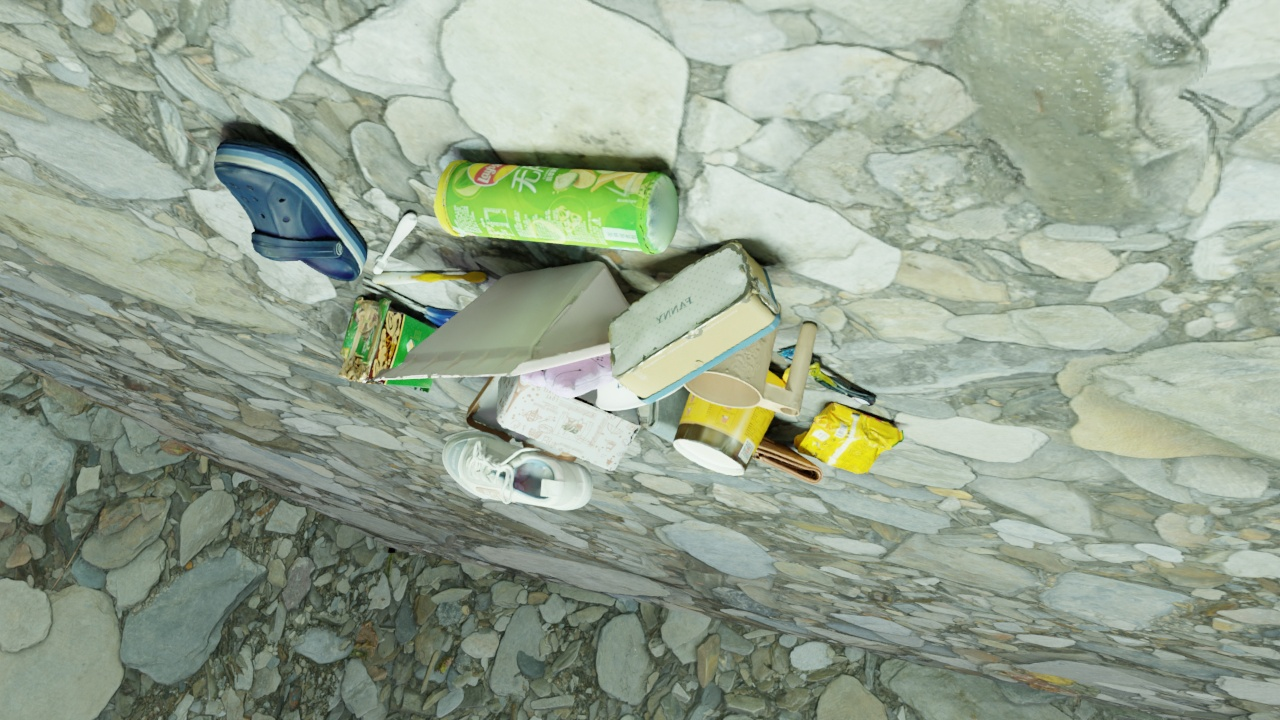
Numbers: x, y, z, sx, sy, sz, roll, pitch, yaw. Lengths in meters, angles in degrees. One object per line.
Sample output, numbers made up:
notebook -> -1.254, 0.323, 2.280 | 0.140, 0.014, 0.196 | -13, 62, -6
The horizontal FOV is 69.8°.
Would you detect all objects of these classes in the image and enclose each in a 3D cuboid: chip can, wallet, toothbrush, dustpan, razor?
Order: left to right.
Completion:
toothbrush -> -0.287, -0.134, 1.067 | 0.016, 0.016, 0.181 | 24, 157, -21
toothbrush -> -0.261, -0.100, 1.131 | 0.192, 0.016, 0.018 | 2, 162, 31
dustpan -> -0.107, -0.006, 0.997 | 0.223, 0.272, 0.139 | 0, 127, 42
chip can -> -0.075, -0.139, 0.827 | 0.221, 0.072, 0.072 | 9, 156, 22
wallet -> 0.066, 0.073, 1.181 | 0.129, 0.106, 0.037 | 28, 134, -24
wallet -> 0.178, 0.124, 1.248 | 0.107, 0.031, 0.132 | 24, -177, -14
razor -> 0.220, 0.023, 1.056 | 0.142, 0.022, 0.043 | 29, 157, -27

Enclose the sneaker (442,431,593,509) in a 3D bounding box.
sneaker -> -0.184, 0.148, 1.211 | 0.243, 0.089, 0.090 | 9, 179, 32

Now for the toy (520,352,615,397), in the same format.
toy -> -0.065, 0.014, 0.986 | 0.084, 0.039, 0.107 | 13, -156, 41

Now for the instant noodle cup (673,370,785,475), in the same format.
instant noodle cup -> 0.103, 0.067, 1.103 | 0.118, 0.114, 0.119 | 22, 160, 8

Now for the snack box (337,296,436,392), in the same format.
snack box -> -0.336, -0.018, 1.257 | 0.105, 0.117, 0.118 | 17, 176, -37

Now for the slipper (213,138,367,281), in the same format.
slipper -> -0.393, -0.148, 1.017 | 0.105, 0.095, 0.253 | 9, 160, 14

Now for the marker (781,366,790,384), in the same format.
marker -> 0.178, 0.033, 1.122 | 0.018, 0.015, 0.124 | 16, 160, 7

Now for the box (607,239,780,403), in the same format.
box -> 0.042, -0.032, 0.887 | 0.185, 0.089, 0.059 | -32, 133, 27

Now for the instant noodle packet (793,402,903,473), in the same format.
instant noodle packet -> 0.263, 0.100, 1.175 | 0.111, 0.044, 0.129 | 19, 155, 2

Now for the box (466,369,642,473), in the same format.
box -> -0.123, 0.089, 1.237 | 0.180, 0.156, 0.227 | 26, 126, -20

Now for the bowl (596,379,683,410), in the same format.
bowl -> -0.007, 0.006, 1.108 | 0.118, 0.118, 0.065 | -3, 113, 40

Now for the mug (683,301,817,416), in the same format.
mug -> 0.116, -0.008, 0.950 | 0.124, 0.103, 0.084 | 17, 158, 1

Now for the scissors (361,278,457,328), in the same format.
scissors -> -0.294, -0.065, 1.243 | 0.171, 0.012, 0.141 | 14, 158, 14
